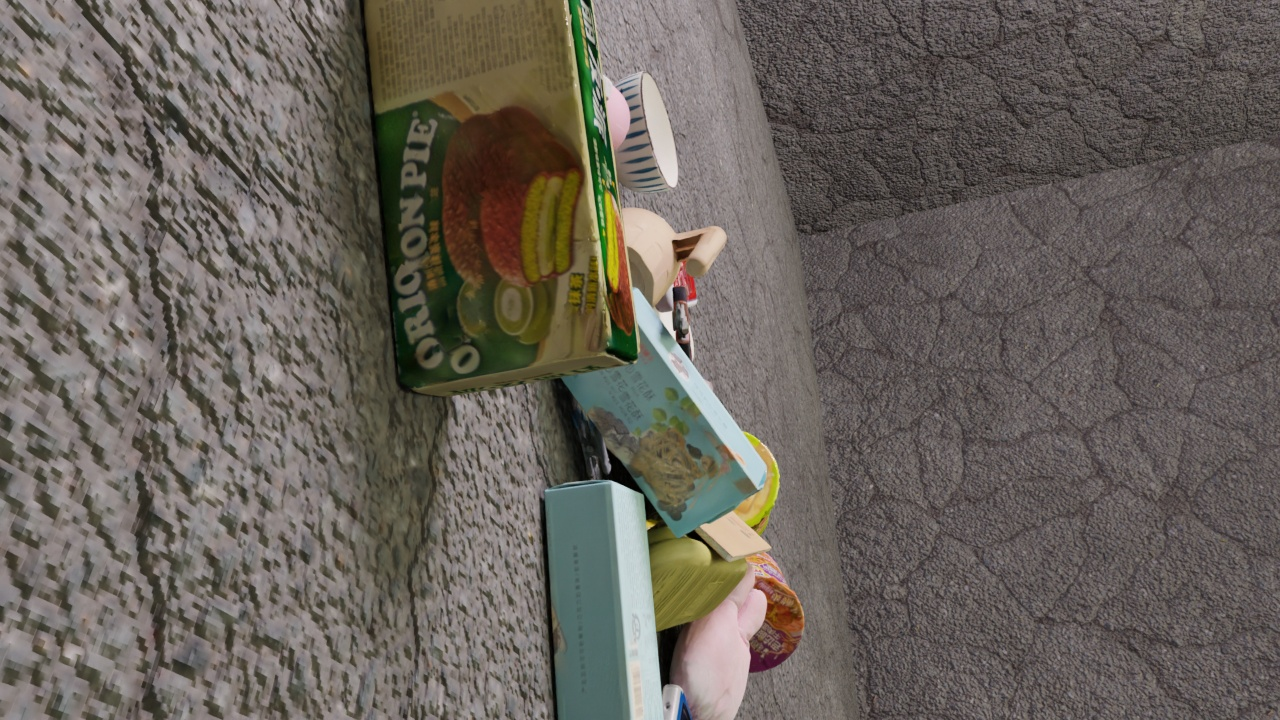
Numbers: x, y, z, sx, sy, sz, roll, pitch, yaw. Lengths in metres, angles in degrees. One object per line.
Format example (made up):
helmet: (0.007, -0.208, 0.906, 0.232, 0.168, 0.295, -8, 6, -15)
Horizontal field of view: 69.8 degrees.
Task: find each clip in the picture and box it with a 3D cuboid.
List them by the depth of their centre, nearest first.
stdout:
clip: (-0.038, 0.063, 0.705, 0.026, 0.038, 0.058, -55, 131, -72)

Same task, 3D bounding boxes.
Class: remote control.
remote control: (0.038, 0.338, 0.779, 0.048, 0.024, 0.125, -73, 150, -60)
remote control: (0.034, -0.078, 0.925, 0.135, 0.020, 0.056, -21, 101, -75)

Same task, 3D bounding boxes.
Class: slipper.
slipper: (0.021, 0.170, 0.756, 0.081, 0.092, 0.190, 43, 8, 29)

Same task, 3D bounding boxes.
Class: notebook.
notebook: (0.046, 0.121, 0.817, 0.148, 0.008, 0.207, 42, 4, 18)

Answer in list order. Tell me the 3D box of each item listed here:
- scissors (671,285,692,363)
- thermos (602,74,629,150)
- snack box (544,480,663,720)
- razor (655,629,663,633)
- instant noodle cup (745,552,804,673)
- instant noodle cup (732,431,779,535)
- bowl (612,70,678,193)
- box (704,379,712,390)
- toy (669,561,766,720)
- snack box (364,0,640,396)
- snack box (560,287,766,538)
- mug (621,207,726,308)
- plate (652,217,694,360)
scissors: (0.035, -0.017, 0.761, 0.208, 0.015, 0.186, -90, 175, -52)
thermos: (-0.049, -0.196, 0.687, 0.198, 0.087, 0.067, -20, 123, -80)
snack box: (-0.024, 0.170, 0.613, 0.074, 0.052, 0.174, 43, 40, -68)
razor: (0.030, 0.216, 0.845, 0.043, 0.022, 0.142, -59, 170, 16)
instant noodle cup: (0.113, 0.255, 0.970, 0.099, 0.111, 0.111, -72, 149, -76)
instant noodle cup: (0.096, 0.146, 0.984, 0.123, 0.112, 0.111, 66, 19, -62)
bowl: (-0.010, -0.218, 0.904, 0.116, 0.066, 0.116, -11, 90, -74)
box: (0.033, 0.040, 0.832, 0.076, 0.087, 0.163, 48, 10, 2)
toy: (0.075, 0.268, 0.851, 0.159, 0.054, 0.121, -56, 137, -37)
snack box: (-0.075, -0.107, 0.490, 0.063, 0.114, 0.240, 22, 58, -73)
snack box: (0.012, 0.038, 0.674, 0.175, 0.074, 0.051, 54, 21, -2)
mug: (0.003, -0.076, 0.743, 0.103, 0.125, 0.084, -58, 136, -66)
plate: (0.014, -0.068, 0.951, 0.164, 0.034, 0.163, -26, 105, -74)
